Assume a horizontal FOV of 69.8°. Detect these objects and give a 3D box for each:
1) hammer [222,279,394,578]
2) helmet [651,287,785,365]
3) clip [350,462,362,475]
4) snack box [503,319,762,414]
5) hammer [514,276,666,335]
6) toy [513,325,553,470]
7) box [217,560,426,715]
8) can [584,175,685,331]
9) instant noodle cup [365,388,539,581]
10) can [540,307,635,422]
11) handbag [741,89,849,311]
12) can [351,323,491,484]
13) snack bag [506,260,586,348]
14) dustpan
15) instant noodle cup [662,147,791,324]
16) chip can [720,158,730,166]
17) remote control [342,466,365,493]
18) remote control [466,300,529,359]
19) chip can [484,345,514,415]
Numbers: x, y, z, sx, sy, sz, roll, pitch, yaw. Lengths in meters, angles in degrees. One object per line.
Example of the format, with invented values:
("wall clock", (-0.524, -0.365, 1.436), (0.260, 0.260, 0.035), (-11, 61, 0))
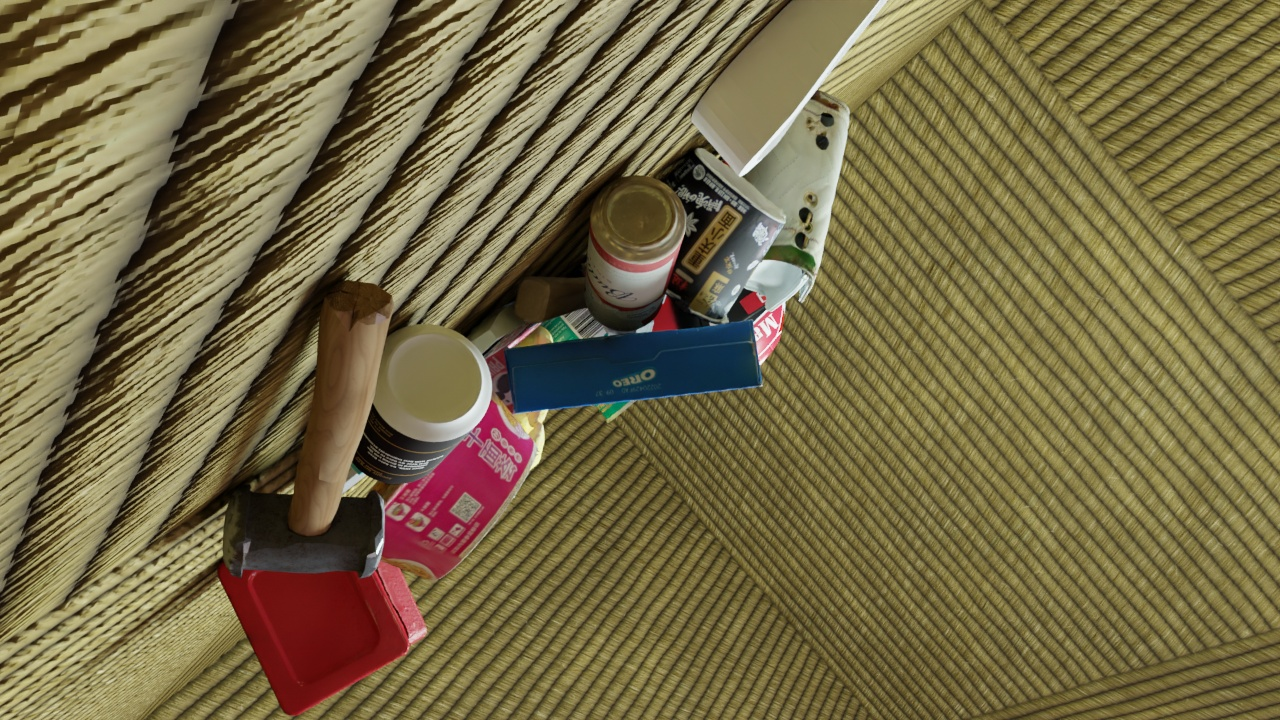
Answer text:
("hammer", (-0.169, 0.053, 0.496), (0.098, 0.052, 0.329), (7, 149, -22))
("helmet", (0.081, -0.079, 1.184), (0.271, 0.224, 0.197), (-40, -179, 5))
("clip", (-0.213, 0.056, 0.783), (0.130, 0.031, 0.121), (-42, -175, 8))
("snack box", (-0.005, 0.005, 0.813), (0.195, 0.056, 0.239), (-7, 180, 1))
("hammer", (-0.039, -0.066, 0.863), (0.322, 0.051, 0.117), (-23, 129, -72))
("toy", (-0.135, 0.044, 1.010), (0.155, 0.064, 0.170), (-25, -123, 55))
("box", (-0.302, 0.229, 0.864), (0.147, 0.157, 0.155), (-29, 175, 21))
("can", (-0.008, -0.075, 0.703), (0.067, 0.067, 0.170), (-41, 171, -15))
("instant noodle cup", (-0.154, 0.098, 0.731), (0.179, 0.077, 0.178), (-47, -167, 15))
("can", (-0.048, -0.014, 1.063), (0.099, 0.144, 0.099), (-41, -179, 1))
("handbag", (0.149, -0.162, 0.944), (0.142, 0.096, 0.198), (147, -39, -69))
("can", (-0.143, 0.031, 0.572), (0.071, 0.072, 0.129), (-42, -179, -32))
("snack bag", (-0.104, -0.048, 0.938), (0.155, 0.018, 0.074), (-39, -178, 21))
("dustpan", (0.151, -0.238, 0.651), (0.258, 0.053, 0.191), (-41, -179, 1))
("instant noodle cup", (0.057, -0.118, 0.833), (0.112, 0.137, 0.137), (-51, 178, 20))
("chip can", (0.058, -0.168, 1.061), (0.215, 0.052, 0.052), (-41, -179, 3))
("remote control", (-0.268, 0.098, 0.883), (0.151, 0.019, 0.074), (-40, -179, -11))
("remote control", (-0.119, -0.025, 0.756), (0.050, 0.024, 0.143), (-41, -177, 16))
("chip can", (-0.186, 0.059, 0.948), (0.073, 0.073, 0.234), (-42, -178, -35))
